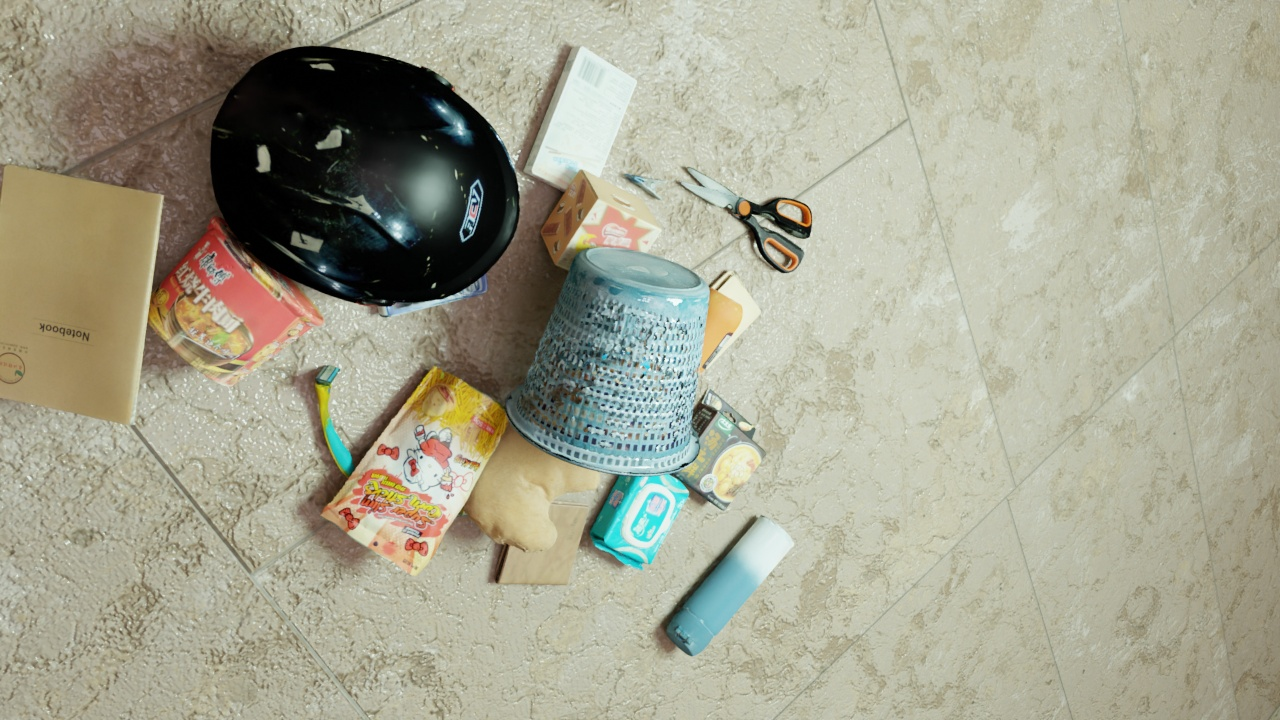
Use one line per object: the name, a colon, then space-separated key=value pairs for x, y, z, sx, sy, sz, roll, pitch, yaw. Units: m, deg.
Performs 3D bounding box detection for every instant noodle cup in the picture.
instant noodle cup: x=-0.388 y=-0.049 z=0.869 sx=0.108 sy=0.138 sz=0.138 roll=-44 pitch=120 yaw=-6

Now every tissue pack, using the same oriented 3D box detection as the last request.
tissue pack: x=-0.002 y=0.202 z=1.205 sx=0.093 sy=0.050 sz=0.133 roll=32 pitch=84 yaw=-34

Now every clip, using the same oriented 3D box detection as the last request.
clip: x=0.007 y=-0.217 z=1.131 sx=0.056 sy=0.024 sz=0.026 roll=13 pitch=97 yaw=-39

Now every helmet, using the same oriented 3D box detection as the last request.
helmet: x=-0.258 y=-0.169 z=0.858 sx=0.275 sy=0.230 sz=0.233 roll=16 pitch=93 yaw=6

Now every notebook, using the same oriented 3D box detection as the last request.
notebook: x=-0.505 y=-0.057 z=0.812 sx=0.148 sy=0.008 sz=0.208 roll=12 pitch=96 yaw=4

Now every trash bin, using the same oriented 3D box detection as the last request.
trash bin: x=-0.019 y=-0.012 z=1.008 sx=0.226 sy=0.226 sz=0.195 roll=2 pitch=114 yaw=-32

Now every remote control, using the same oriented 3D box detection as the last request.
remote control: x=-0.231 y=-0.085 z=1.013 sx=0.124 sy=0.024 sz=0.049 roll=-17 pitch=109 yaw=-29

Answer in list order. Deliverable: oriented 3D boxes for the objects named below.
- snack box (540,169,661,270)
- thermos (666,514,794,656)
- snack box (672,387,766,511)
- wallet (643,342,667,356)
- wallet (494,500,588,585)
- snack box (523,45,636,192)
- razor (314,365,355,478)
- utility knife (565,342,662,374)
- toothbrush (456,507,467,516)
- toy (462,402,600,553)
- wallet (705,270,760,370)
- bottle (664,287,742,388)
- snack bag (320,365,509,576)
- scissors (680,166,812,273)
snack box: x=-0.047 y=-0.149 z=1.061 sx=0.092 sy=0.077 sz=0.094 roll=21 pitch=117 yaw=-33
thermos: x=0.125 y=0.321 z=1.304 sx=0.220 sy=0.070 sz=0.070 roll=-46 pitch=120 yaw=-14
snack box: x=0.104 y=0.123 z=1.256 sx=0.113 sy=0.053 sz=0.125 roll=39 pitch=85 yaw=-32
wallet: x=0.001 y=-0.075 z=1.154 sx=0.131 sy=0.031 sz=0.107 roll=29 pitch=82 yaw=-33
wallet: x=-0.122 y=0.229 z=1.149 sx=0.101 sy=0.020 sz=0.115 roll=9 pitch=104 yaw=-34
snack box: x=-0.069 y=-0.274 z=1.067 sx=0.084 sy=0.027 sz=0.157 roll=22 pitch=89 yaw=-34
razor: x=-0.327 y=0.073 z=0.989 sx=0.028 sy=0.043 sz=0.133 roll=-9 pitch=112 yaw=-2
utility knife: x=-0.007 y=0.007 z=1.176 sx=0.203 sy=0.018 sz=0.034 roll=14 pitch=97 yaw=-34
toothbrush: x=-0.218 y=0.183 z=1.091 sx=0.185 sy=0.012 sz=0.017 roll=5 pitch=109 yaw=-32
toy: x=-0.114 y=0.114 z=1.088 sx=0.143 sy=0.083 sz=0.225 roll=40 pitch=74 yaw=-8
wallet: x=0.103 y=-0.056 z=1.226 sx=0.115 sy=0.024 sz=0.087 roll=-45 pitch=117 yaw=-12
bottle: x=0.072 y=-0.018 z=1.174 sx=0.066 sy=0.067 sz=0.149 roll=26 pitch=98 yaw=-33
snack bag: x=-0.240 y=0.119 z=1.015 sx=0.128 sy=0.073 sz=0.207 roll=35 pitch=76 yaw=-13
scissors: x=0.148 y=-0.209 z=1.223 sx=0.160 sy=0.022 sz=0.234 roll=-50 pitch=117 yaw=-20
